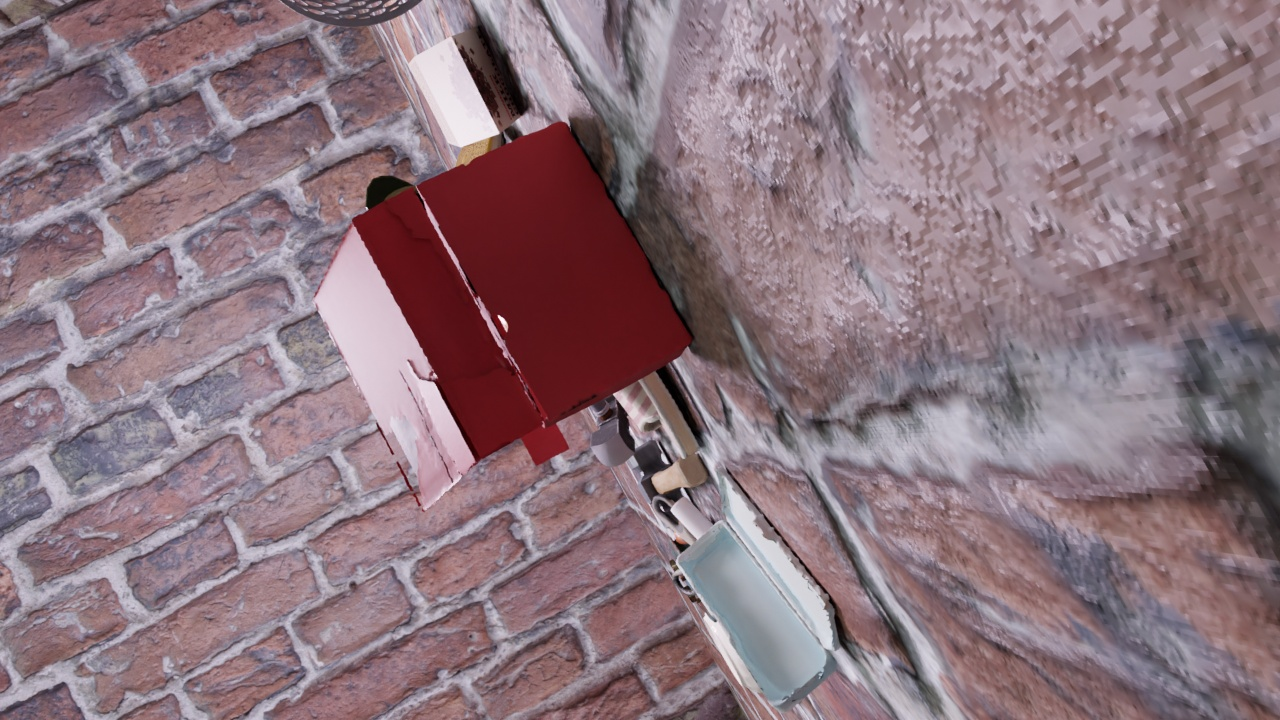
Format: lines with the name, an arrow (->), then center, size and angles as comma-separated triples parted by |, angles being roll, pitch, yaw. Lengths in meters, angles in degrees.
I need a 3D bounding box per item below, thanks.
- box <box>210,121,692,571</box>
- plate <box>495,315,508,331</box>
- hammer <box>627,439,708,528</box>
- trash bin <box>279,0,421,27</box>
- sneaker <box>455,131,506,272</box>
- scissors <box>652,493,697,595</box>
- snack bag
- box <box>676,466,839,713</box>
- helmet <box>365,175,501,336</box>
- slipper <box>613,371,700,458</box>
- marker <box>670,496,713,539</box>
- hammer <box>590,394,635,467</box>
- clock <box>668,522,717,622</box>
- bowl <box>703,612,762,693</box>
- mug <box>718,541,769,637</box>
box -> -0.168, -0.008, 0.722 | 0.211, 0.378, 0.124 | 59, -171, 8
plate -> -0.133, -0.086, 1.121 | 0.186, 0.016, 0.187 | -1, -124, -56
hammer -> 0.039, 0.146, 1.132 | 0.117, 0.051, 0.323 | 61, 170, 7
trash bin -> -0.247, -0.379, 0.721 | 0.183, 0.156, 0.157 | 59, 173, 37
sneaker -> -0.151, -0.180, 1.073 | 0.122, 0.086, 0.238 | 24, -130, -33
scissors -> 0.064, 0.224, 1.059 | 0.170, 0.012, 0.158 | 45, 142, 33
snack bag -> -0.179, -0.278, 0.939 | 0.094, 0.070, 0.206 | 64, 172, -20
box -> 0.099, 0.196, 0.810 | 0.197, 0.078, 0.122 | -131, 34, -54
helmet -> -0.271, -0.138, 1.275 | 0.250, 0.255, 0.233 | -124, 13, -53
slipper -> -0.030, -0.006, 0.939 | 0.263, 0.052, 0.115 | 56, 176, 4
marker -> 0.085, 0.202, 0.988 | 0.133, 0.023, 0.027 | 44, 144, 23
hammer -> -0.110, -0.012, 1.180 | 0.322, 0.043, 0.155 | 53, -163, -27
clock -> 0.080, 0.260, 1.162 | 0.121, 0.073, 0.158 | 55, 169, 42
bowl -> 0.143, 0.406, 1.326 | 0.219, 0.060, 0.189 | 59, 172, 25
mug -> 0.101, 0.228, 0.917 | 0.113, 0.070, 0.084 | 47, 164, 56
